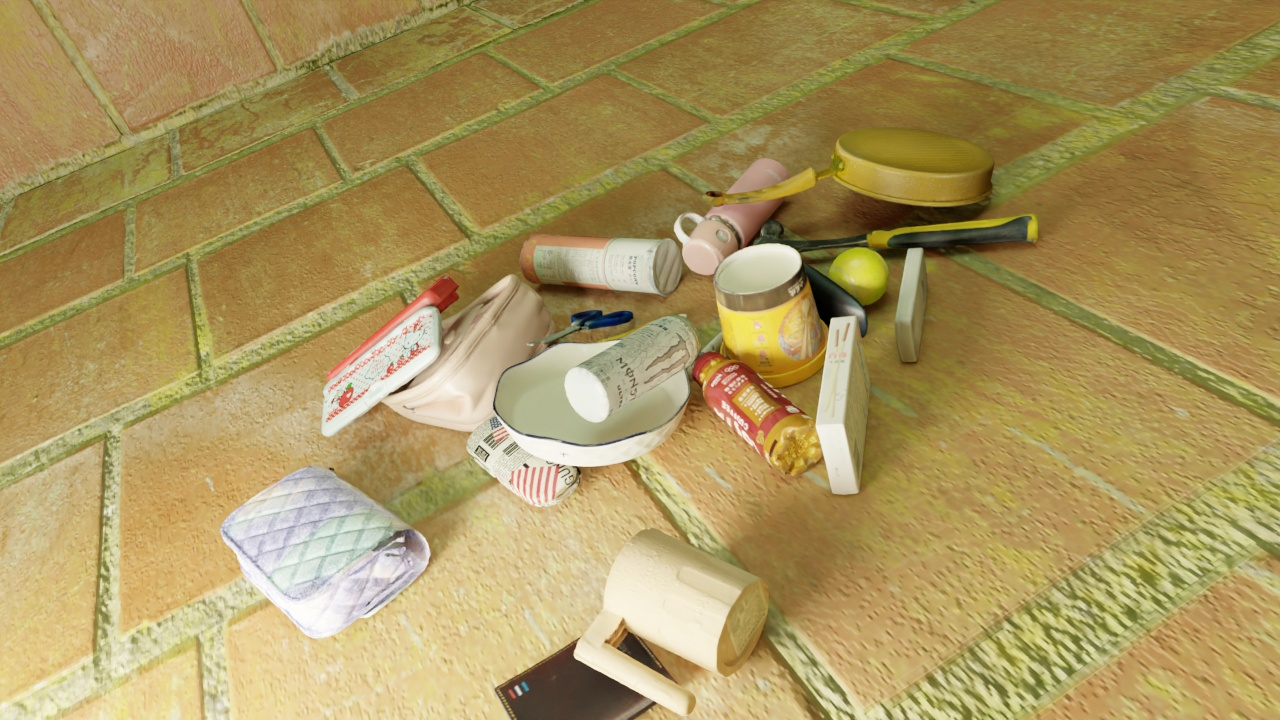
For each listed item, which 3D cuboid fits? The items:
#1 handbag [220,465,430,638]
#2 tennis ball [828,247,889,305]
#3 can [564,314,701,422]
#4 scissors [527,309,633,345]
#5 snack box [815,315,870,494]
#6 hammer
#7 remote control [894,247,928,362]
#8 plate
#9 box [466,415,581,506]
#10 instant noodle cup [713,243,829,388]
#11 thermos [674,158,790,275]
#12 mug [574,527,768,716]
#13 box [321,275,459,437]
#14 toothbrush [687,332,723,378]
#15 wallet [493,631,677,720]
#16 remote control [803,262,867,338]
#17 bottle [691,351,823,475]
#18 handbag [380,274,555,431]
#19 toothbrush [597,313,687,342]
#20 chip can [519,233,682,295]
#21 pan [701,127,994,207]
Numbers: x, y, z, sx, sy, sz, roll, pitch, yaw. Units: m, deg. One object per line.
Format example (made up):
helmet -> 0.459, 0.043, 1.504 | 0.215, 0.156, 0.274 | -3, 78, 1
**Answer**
handbag -> -0.313, 0.183, 0.905 | 0.194, 0.076, 0.133 | 22, 48, 42
tennis ball -> 0.241, -0.092, 1.012 | 0.065, 0.065, 0.065 | -13, 36, 9
can -> -0.005, 0.005, 0.908 | 0.058, 0.058, 0.146 | 16, 34, 39
scissors -> -0.065, -0.038, 1.077 | 0.133, 0.012, 0.172 | -4, 15, 1
snack box -> 0.189, 0.038, 0.847 | 0.027, 0.085, 0.156 | -5, 37, 22
hammer -> 0.290, -0.140, 1.075 | 0.324, 0.032, 0.125 | -2, 32, 20
remote control -> 0.283, -0.059, 0.957 | 0.019, 0.056, 0.134 | -1, 40, 25
plate -> -0.049, 0.043, 0.952 | 0.205, 0.046, 0.204 | -3, 30, 2
box -> -0.122, 0.105, 0.951 | 0.068, 0.052, 0.164 | -23, 34, -29
instant noodle cup -> 0.133, -0.051, 0.967 | 0.118, 0.114, 0.118 | -13, 35, 9
thermos -> 0.118, -0.192, 1.190 | 0.198, 0.087, 0.067 | -48, 3, -35
mug -> 0.025, 0.201, 0.708 | 0.104, 0.084, 0.124 | 17, 50, 33
box -> -0.301, -0.009, 1.089 | 0.201, 0.058, 0.160 | -34, 28, 23
toothbrush -> 0.103, -0.040, 1.053 | 0.018, 0.016, 0.191 | 4, 40, 44
wallet -> -0.044, 0.260, 0.723 | 0.122, 0.020, 0.096 | -29, 36, -16
remote control -> 0.201, -0.065, 1.005 | 0.024, 0.053, 0.136 | -20, 35, -16
bottle -> 0.109, 0.045, 0.900 | 0.057, 0.057, 0.175 | -29, 36, -13
handbag -> -0.233, -0.002, 1.114 | 0.235, 0.093, 0.192 | -9, 37, 39
toothbrush -> -0.036, -0.026, 1.095 | 0.191, 0.018, 0.016 | -18, 37, 6
chip can -> -0.055, -0.127, 1.194 | 0.215, 0.071, 0.071 | 7, 43, 33
pan -> 0.256, -0.228, 1.140 | 0.357, 0.078, 0.197 | 1, 30, -4
